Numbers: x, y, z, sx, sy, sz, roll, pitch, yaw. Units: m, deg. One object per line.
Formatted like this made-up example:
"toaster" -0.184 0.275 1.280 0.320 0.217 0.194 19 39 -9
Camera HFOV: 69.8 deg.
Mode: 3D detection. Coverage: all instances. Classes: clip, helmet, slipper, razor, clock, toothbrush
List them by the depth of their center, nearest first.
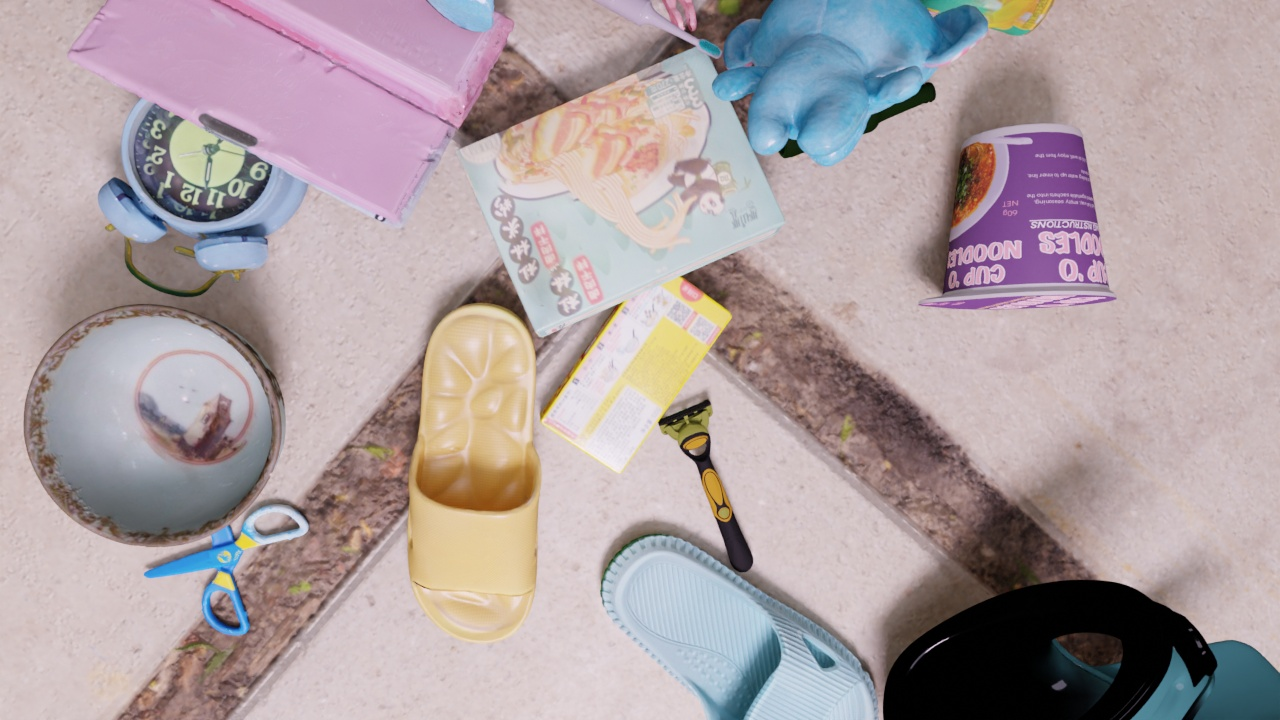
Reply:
"clock" -0.299 -0.123 0.631 0.118 0.060 0.162 19 93 -9
"toothbrush" -0.025 -0.257 0.639 0.188 0.019 0.018 31 91 4
"clip" 0.020 -0.267 0.664 0.045 0.023 0.059 5 96 -2
"slipper" -0.123 0.090 0.673 0.099 0.078 0.263 3 97 -5
"helmet" 0.329 0.279 0.682 0.275 0.176 0.200 -35 118 23
"slipper" 0.086 0.240 0.723 0.276 0.069 0.116 40 89 -9
"razor" 0.059 0.103 0.724 0.044 0.021 0.144 -22 102 -3

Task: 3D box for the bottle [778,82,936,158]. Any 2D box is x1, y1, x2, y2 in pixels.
"bottle" 0.160 -0.184 0.685 0.123 0.033 0.033 -18 100 -4

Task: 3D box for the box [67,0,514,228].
"box" -0.221 -0.213 0.603 0.232 0.040 0.178 26 69 -10

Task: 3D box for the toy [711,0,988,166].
"toy" 0.130 -0.186 0.615 0.184 0.115 0.180 8 55 25

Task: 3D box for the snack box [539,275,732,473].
"snack box" -0.004 0.004 0.699 0.075 0.025 0.152 35 94 -10

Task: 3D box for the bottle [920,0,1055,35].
"bottle" 0.191 -0.291 0.654 0.209 0.068 0.068 12 97 -8

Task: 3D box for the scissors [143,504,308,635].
"scissors" -0.311 0.148 0.693 0.126 0.013 0.125 -16 101 -8

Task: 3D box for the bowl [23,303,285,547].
"bowl" -0.318 0.038 0.635 0.160 0.094 0.160 -1 98 -6

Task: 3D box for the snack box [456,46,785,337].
"snack box" -0.014 -0.120 0.658 0.193 0.044 0.141 -24 86 -3

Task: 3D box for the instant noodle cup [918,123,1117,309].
"instant noodle cup" 0.273 -0.103 0.675 0.137 0.122 0.122 -1 89 3

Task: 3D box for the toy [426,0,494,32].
"toy" -0.082 -0.323 0.557 0.191 0.099 0.224 -14 110 -12
